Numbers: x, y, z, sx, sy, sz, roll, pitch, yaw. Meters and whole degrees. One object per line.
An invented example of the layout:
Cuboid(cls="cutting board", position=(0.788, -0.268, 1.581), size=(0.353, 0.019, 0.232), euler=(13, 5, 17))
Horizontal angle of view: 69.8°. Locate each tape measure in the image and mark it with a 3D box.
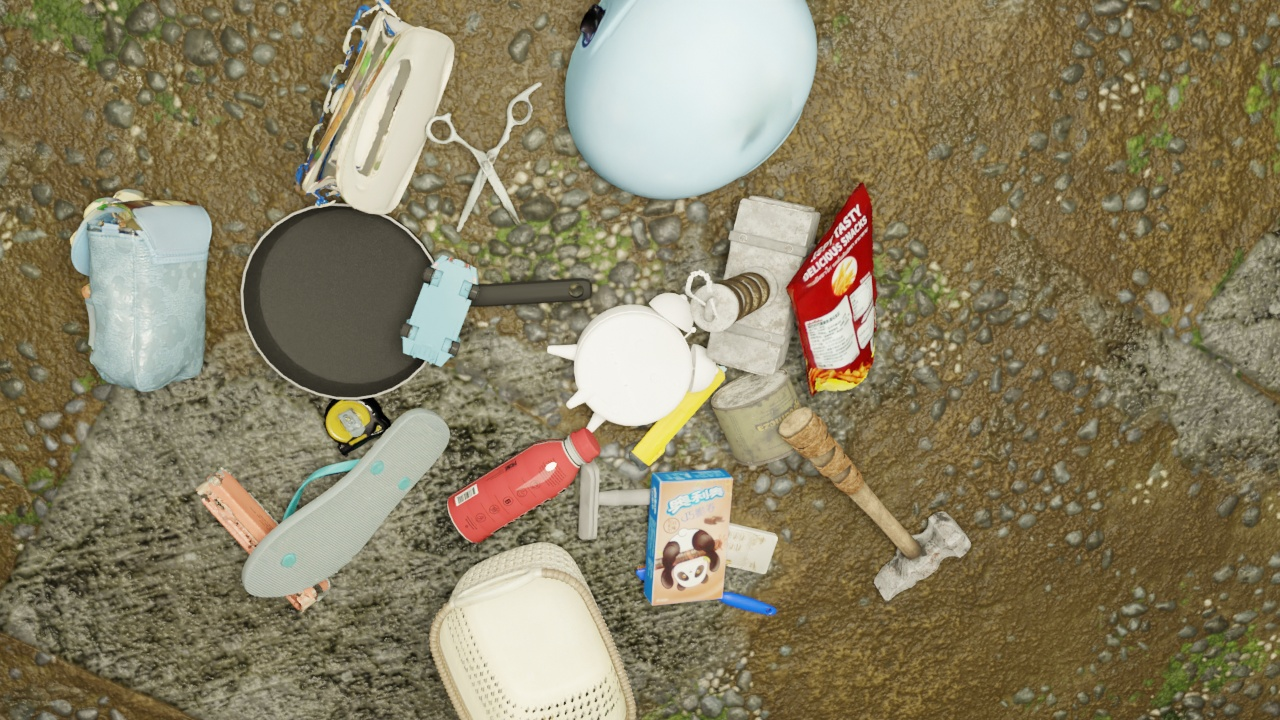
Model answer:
Cuboid(cls="tape measure", position=(-0.311, 0.065, 0.993), size=(0.062, 0.034, 0.061), euler=(-32, 103, 3))

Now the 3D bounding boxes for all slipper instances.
Cuboid(cls="slipper", position=(-0.318, 0.152, 1.003), size=(0.268, 0.055, 0.098), euler=(-43, 134, -7))

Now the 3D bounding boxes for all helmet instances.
Cuboid(cls="helmet", position=(0.048, -0.267, 0.874), size=(0.225, 0.166, 0.266), euler=(34, 109, -22))

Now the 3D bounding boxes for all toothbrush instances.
Cuboid(cls="toothbrush", position=(0.079, 0.274, 1.093), size=(0.182, 0.018, 0.016), euler=(19, 102, -12))

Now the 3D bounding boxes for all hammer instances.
Cuboid(cls="hammer", position=(0.094, -0.060, 0.850), size=(0.079, 0.325, 0.177), euler=(15, 103, 15))
Cuboid(cls="hammer", position=(0.248, 0.154, 1.012), size=(0.121, 0.049, 0.319), euler=(-39, 123, 9))

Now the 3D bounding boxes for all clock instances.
Cuboid(cls="clock", position=(-0.006, 0.006, 0.983), size=(0.161, 0.072, 0.125), euler=(-24, 105, 2))

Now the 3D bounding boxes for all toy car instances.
Cuboid(cls="toy car", position=(-0.201, -0.051, 0.930), size=(0.060, 0.027, 0.108), euler=(21, 93, -9))

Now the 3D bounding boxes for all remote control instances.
Cuboid(cls="remote control", position=(0.090, 0.213, 1.077), size=(0.135, 0.011, 0.050), euler=(14, 103, -8))

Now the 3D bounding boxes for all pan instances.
Cuboid(cls="pan", position=(-0.230, -0.067, 0.961), size=(0.355, 0.044, 0.204), euler=(-4, 105, -4))

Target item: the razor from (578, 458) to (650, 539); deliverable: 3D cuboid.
Cuboid(cls="razor", position=(-0.011, 0.156, 1.042), size=(0.116, 0.047, 0.088), euler=(0, 105, -13))

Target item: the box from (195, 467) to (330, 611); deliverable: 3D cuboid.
Cuboid(cls="box", position=(-0.422, 0.203, 1.016), size=(0.056, 0.059, 0.187), euler=(-25, 107, 35))

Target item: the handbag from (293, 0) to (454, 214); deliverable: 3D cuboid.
Cuboid(cls="handbag", position=(-0.254, -0.228, 0.839), size=(0.093, 0.199, 0.201), euler=(23, 99, -6))

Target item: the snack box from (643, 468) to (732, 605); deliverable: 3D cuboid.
Cuboid(cls="snack box", position=(0.053, 0.199, 1.038), size=(0.087, 0.034, 0.151), euler=(-1, 105, -18))

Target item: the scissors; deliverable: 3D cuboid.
Cuboid(cls="scissors", position=(-0.150, -0.211, 0.932), size=(0.141, 0.014, 0.175), euler=(37, 86, -36))

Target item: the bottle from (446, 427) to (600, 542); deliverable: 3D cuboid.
Cuboid(cls="bottle", position=(-0.124, 0.131, 1.003), size=(0.177, 0.062, 0.062), euler=(-32, 105, 10))

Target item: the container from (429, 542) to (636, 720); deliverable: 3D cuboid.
Cuboid(cls="container", position=(-0.117, 0.327, 1.022), size=(0.184, 0.142, 0.246), euler=(-19, 106, 0))

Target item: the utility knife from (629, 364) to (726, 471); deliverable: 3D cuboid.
Cuboid(cls="utility knife", position=(0.043, 0.062, 1.032), size=(0.030, 0.017, 0.151), euler=(39, 99, -18))

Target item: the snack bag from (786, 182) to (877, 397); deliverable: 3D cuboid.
Cuboid(cls="snack bag", position=(0.205, -0.059, 0.937), size=(0.138, 0.067, 0.208), euler=(-46, 145, -21))

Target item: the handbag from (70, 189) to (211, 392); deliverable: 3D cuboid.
Cuboid(cls="handbag", position=(-0.496, -0.070, 0.907), size=(0.119, 0.121, 0.192), euler=(12, 106, 10))

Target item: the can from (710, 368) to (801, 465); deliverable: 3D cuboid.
Cuboid(cls="can", position=(0.132, 0.062, 1.001), size=(0.090, 0.090, 0.074), euler=(-24, 105, 1))
